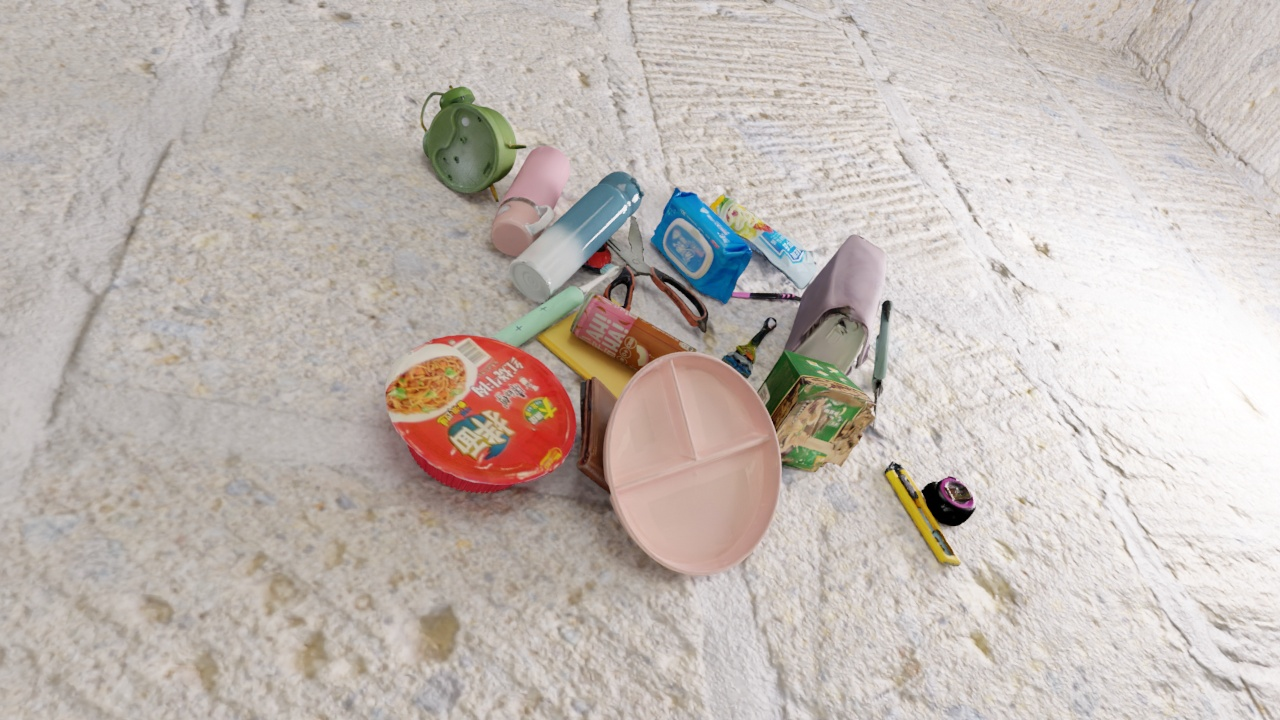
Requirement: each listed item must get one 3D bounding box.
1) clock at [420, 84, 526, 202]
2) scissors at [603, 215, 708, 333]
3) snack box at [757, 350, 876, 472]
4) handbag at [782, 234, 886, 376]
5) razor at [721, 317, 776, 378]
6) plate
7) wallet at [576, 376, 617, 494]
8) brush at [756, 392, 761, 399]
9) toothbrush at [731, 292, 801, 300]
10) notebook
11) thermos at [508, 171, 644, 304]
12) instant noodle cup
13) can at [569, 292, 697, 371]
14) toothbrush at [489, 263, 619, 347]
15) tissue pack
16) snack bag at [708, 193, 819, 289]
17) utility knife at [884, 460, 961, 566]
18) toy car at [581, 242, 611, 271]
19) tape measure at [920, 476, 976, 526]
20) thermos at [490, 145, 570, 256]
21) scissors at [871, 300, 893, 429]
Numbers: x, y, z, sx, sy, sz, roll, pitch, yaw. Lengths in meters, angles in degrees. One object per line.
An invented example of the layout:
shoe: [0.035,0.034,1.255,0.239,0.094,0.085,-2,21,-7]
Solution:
clock: [-0.234,-0.295,1.225,0.161,0.116,0.056,41,30,10]
scissors: [0.004,-0.113,1.212,0.189,0.015,0.222,18,47,-15]
snack box: [0.199,0.054,1.108,0.117,0.118,0.105,15,30,-25]
handbag: [0.266,-0.059,1.231,0.098,0.145,0.196,26,41,2]
razor: [0.156,-0.026,1.231,0.042,0.022,0.142,37,40,7]
plate: [0.054,0.105,0.949,0.229,0.028,0.229,9,74,-35]
wallet: [-0.031,0.088,0.958,0.101,0.032,0.124,49,25,-36]
brush: [0.080,0.082,1.035,0.063,0.073,0.145,45,45,18]
toothbrush: [0.203,-0.095,1.334,0.189,0.018,0.014,1,38,-27]
notebook: [-0.007,0.007,1.114,0.206,0.010,0.145,39,42,13]
thermos: [-0.076,-0.163,1.166,0.070,0.070,0.219,35,57,8]
instant noodle cup: [-0.165,0.062,0.924,0.193,0.066,0.193,16,42,-15]
can: [-0.007,-0.022,1.088,0.147,0.058,0.057,29,40,2]
toothbrush: [-0.098,-0.066,1.101,0.027,0.027,0.223,31,47,25]
tissue pack: [0.082,-0.158,1.273,0.052,0.095,0.157,-25,65,-42]
snack bag: [0.189,-0.185,1.407,0.191,0.039,0.110,35,29,7]
utility knife: [0.343,0.184,1.118,0.033,0.015,0.154,-3,49,-28]
toy car: [-0.069,-0.161,1.241,0.049,0.031,0.106,3,48,-25]
tape measure: [0.384,0.173,1.134,0.057,0.039,0.057,4,45,-26]
thermos: [-0.138,-0.216,1.218,0.067,0.087,0.198,56,28,-28]
scissors: [0.318,-0.004,1.211,0.019,0.179,0.172,8,42,13]
